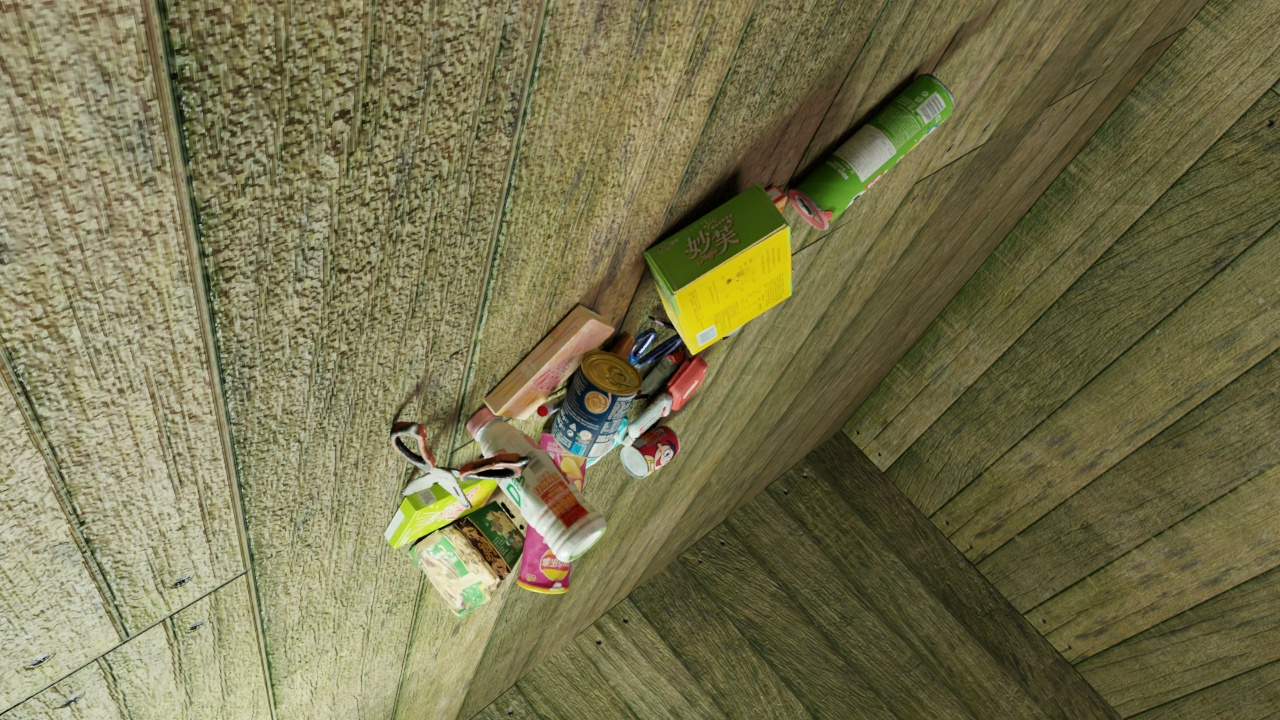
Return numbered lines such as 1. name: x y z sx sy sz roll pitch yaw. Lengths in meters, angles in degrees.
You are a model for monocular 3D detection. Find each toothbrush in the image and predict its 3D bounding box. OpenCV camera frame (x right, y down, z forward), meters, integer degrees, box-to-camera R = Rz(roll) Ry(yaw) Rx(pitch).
1. toothbrush: 0.044 -0.049 1.279 0.017 0.014 0.189 -53 161 7
2. toothbrush: 0.032 0.081 1.561 0.181 0.018 0.015 -47 160 9

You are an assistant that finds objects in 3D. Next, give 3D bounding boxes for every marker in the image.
1. marker: -0.103 0.053 1.135 0.017 0.017 0.145 -46 177 10

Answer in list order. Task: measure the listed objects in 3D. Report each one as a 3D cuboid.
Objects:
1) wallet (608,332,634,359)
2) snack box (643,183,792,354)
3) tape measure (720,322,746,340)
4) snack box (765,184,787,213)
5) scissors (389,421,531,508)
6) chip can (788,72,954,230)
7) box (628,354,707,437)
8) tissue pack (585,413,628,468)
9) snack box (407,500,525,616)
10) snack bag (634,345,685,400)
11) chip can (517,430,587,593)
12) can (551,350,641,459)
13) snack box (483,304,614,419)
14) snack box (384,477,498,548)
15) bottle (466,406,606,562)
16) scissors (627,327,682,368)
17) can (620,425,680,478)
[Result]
1. wallet: -0.054 0.032 1.188 0.125 0.032 0.101 -58 177 38
2. snack box: 0.101 -0.104 1.116 0.157 0.070 0.210 -31 159 -1
3. tape measure: 0.143 -0.069 1.414 0.065 0.033 0.066 -40 163 -14
4. snack box: 0.141 -0.158 1.202 0.077 0.027 0.156 -34 161 -19
5. scissors: -0.212 0.117 0.994 0.226 0.015 0.189 -18 142 36
6. chip can: 0.305 -0.274 1.209 0.236 0.072 0.072 -42 163 -2
7. box: 0.041 0.064 1.437 0.158 0.039 0.201 -49 174 -6
8. tissue pack: -0.082 0.122 1.349 0.133 0.050 0.093 -35 162 -22
9. snack box: -0.227 0.264 1.265 0.118 0.118 0.105 -36 -178 35
10. snack bag: 0.030 0.020 1.391 0.104 0.026 0.048 -49 163 21
11. chip can: -0.118 0.204 1.248 0.071 0.071 0.210 10 88 -69
12. can: -0.054 0.054 1.089 0.075 0.075 0.111 -22 146 -49
13. snack box: -0.104 0.005 1.059 0.157 0.026 0.084 -45 163 8
14. snack box: -0.245 0.179 1.169 0.156 0.026 0.086 -21 154 -51
15. bottle: -0.123 0.135 1.038 0.068 0.197 0.068 -39 162 -15
16. scissors: -0.009 0.005 1.275 0.162 0.012 0.175 -27 159 -25
17. can: 0.019 0.162 1.640 0.093 0.066 0.067 -29 158 -38
